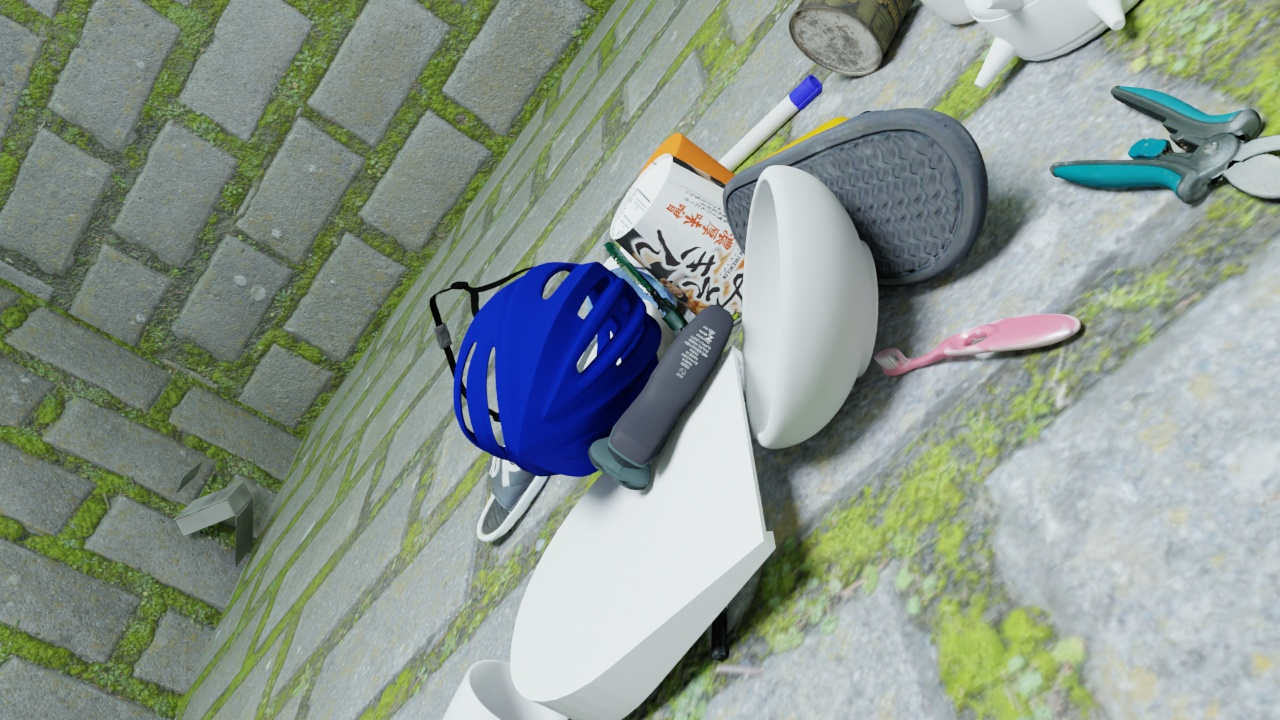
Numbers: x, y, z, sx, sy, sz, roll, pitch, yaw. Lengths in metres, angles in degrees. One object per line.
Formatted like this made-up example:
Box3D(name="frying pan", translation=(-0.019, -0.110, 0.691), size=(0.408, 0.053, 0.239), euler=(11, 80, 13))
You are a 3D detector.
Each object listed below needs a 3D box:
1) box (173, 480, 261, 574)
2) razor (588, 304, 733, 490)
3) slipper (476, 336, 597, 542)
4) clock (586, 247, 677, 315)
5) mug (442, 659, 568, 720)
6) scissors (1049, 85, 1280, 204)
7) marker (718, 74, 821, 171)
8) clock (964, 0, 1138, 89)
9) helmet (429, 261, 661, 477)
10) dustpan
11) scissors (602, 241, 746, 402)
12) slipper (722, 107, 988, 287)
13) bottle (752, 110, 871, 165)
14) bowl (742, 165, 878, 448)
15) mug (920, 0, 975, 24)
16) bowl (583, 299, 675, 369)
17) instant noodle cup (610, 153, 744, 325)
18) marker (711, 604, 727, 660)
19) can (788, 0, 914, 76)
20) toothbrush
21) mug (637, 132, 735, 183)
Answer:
Box3D(name="box", translation=(-1.208, 0.506, 2.694), size=(0.169, 0.232, 0.167), euler=(-23, 13, -1))
Box3D(name="razor", translation=(0.019, 0.022, 0.640), size=(0.143, 0.047, 0.052), euler=(-56, -4, -5))
Box3D(name="slipper", translation=(-0.113, 0.072, 0.992), size=(0.264, 0.063, 0.111), euler=(-53, 20, 4))
Box3D(name="clock", translation=(0.003, -0.071, 0.895), size=(0.126, 0.089, 0.051), euler=(-43, 18, 36))
Box3D(name="mug", translation=(-0.103, 0.275, 0.671), size=(0.088, 0.081, 0.114), euler=(-61, -11, 8))
Box3D(name="scissors", translation=(0.261, -0.106, 0.454), size=(0.155, 0.019, 0.125), euler=(-25, 39, 53))
Box3D(name="marker", translation=(0.130, -0.239, 0.946), size=(0.142, 0.020, 0.020), euler=(-39, 27, 41))
Box3D(name="clock", translation=(0.270, -0.266, 0.588), size=(0.126, 0.073, 0.160), euler=(-9, 52, 64))
Box3D(name="helmet", translation=(-0.098, 0.004, 0.728), size=(0.228, 0.148, 0.240), euler=(0, 28, 26))
Box3D(name="dustpan", translation=(0.005, 0.140, 0.635), size=(0.258, 0.053, 0.191), euler=(-46, 23, 26))
Box3D(name="scissors", translation=(0.046, -0.013, 0.763), size=(0.015, 0.137, 0.209), euler=(-40, 52, 4))
Box3D(name="slipper", translation=(0.151, -0.112, 0.629), size=(0.083, 0.111, 0.268), euler=(-31, 12, -19))
Box3D(name="bottle", translation=(0.146, -0.170, 0.773), size=(0.144, 0.043, 0.043), euler=(-17, 44, 60))
Box3D(name="bowl", translation=(0.108, -0.033, 0.579), size=(0.176, 0.066, 0.176), euler=(169, 101, -89))
Box3D(name="mug", translation=(0.258, -0.321, 0.700), size=(0.116, 0.068, 0.094), euler=(-49, 22, 22))
Box3D(name="bowl", translation=(-0.005, 0.005, 0.853), size=(0.115, 0.050, 0.114), euler=(-46, 24, 27))
Box3D(name="instant noodle cup", translation=(0.047, -0.109, 0.796), size=(0.124, 0.121, 0.123), euler=(-47, 23, 26))
Box3D(name="marker", translation=(0.053, 0.127, 0.603), size=(0.011, 0.011, 0.151), euler=(-42, 26, 35))
Box3D(name="can", translation=(0.188, -0.312, 0.815), size=(0.074, 0.090, 0.090), euler=(-61, 21, -10))
Box3D(name="toothbrush", translation=(0.179, -0.008, 0.504), size=(0.021, 0.016, 0.135), euler=(-56, 18, -25))
Box3D(name="mug", translation=(0.043, -0.157, 0.914), size=(0.113, 0.096, 0.077), euler=(-31, 33, 51))
